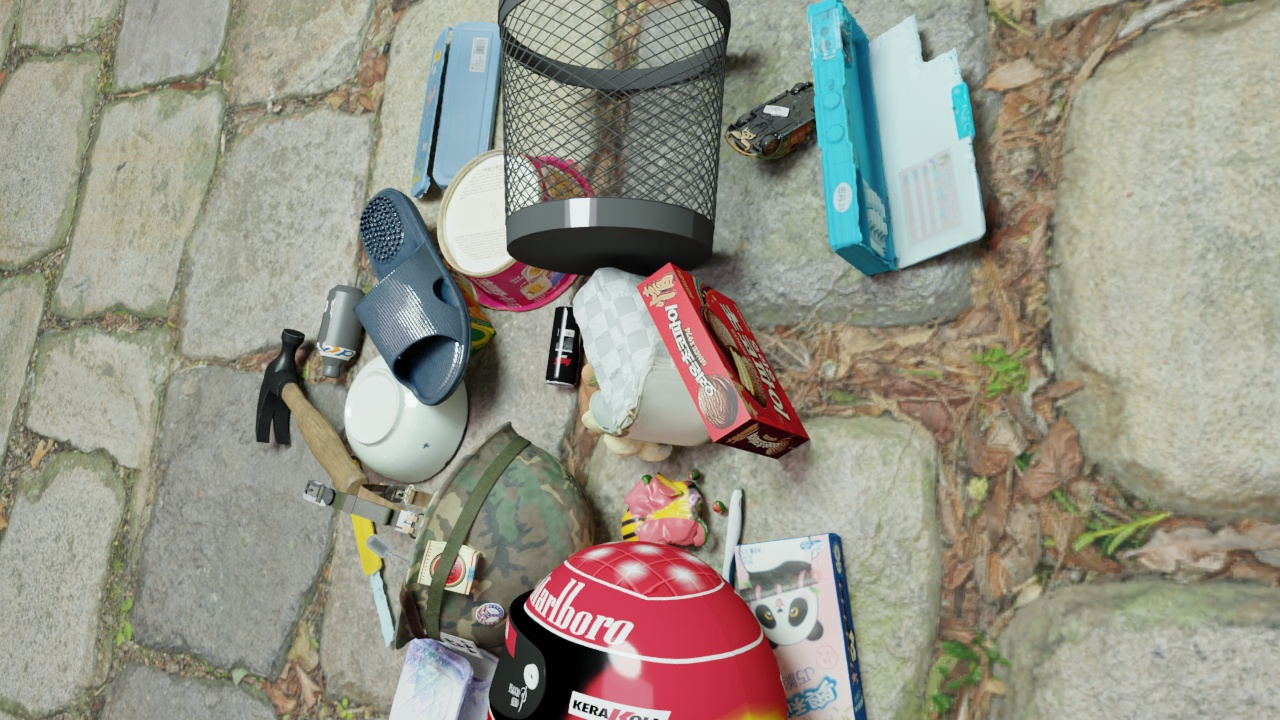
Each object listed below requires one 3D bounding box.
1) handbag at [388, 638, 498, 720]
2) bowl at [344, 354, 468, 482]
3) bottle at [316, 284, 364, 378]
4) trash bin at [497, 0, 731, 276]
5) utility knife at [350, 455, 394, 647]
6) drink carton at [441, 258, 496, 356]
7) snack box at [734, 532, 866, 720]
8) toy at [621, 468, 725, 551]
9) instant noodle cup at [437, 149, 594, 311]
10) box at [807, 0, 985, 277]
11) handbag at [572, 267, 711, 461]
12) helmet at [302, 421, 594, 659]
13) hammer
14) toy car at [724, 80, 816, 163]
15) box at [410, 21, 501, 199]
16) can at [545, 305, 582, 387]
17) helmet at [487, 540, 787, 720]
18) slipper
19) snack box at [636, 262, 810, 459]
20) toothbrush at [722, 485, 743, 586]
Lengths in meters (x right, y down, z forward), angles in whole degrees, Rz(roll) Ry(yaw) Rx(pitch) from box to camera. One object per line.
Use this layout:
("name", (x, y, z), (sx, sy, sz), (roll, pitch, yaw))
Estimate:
("handbag", (-0.199, 0.358, 0.912), (0.127, 0.069, 0.158), (8, 83, 46))
("bowl", (-0.271, 0.055, 1.013), (0.154, 0.072, 0.153), (-8, 75, 30))
("bottle", (-0.360, -0.034, 1.100), (0.047, 0.047, 0.112), (6, 82, 31))
("trash bin", (-0.026, -0.209, 0.849), (0.218, 0.217, 0.227), (-3, 82, 30))
("utility knife", (-0.308, 0.210, 1.032), (0.031, 0.019, 0.227), (-35, 59, 26))
("drink carton", (-0.217, -0.067, 1.015), (0.041, 0.058, 0.122), (-44, 61, 15))
("snack box", (0.131, 0.226, 0.763), (0.088, 0.033, 0.154), (-14, 73, 28))
("toy", (0.022, 0.146, 0.840), (0.104, 0.046, 0.084), (-47, 74, 19))
("instant noodle cup", (-0.141, -0.147, 0.978), (0.179, 0.077, 0.178), (-7, 76, 29))
("box", (0.217, -0.197, 0.769), (0.117, 0.097, 0.226), (-11, 74, 30))
("handbag", (-0.005, 0.005, 0.847), (0.124, 0.112, 0.171), (-47, 50, 40))
("helmet", (-0.170, 0.162, 0.849), (0.236, 0.193, 0.224), (38, 85, 1))
("hammer", (-0.371, 0.079, 1.035), (0.305, 0.040, 0.132), (35, 108, 48))
("toy car", (0.130, -0.215, 0.853), (0.111, 0.047, 0.047), (-32, 62, -12))
("box", (-0.224, -0.295, 1.077), (0.122, 0.047, 0.209), (0, 78, 29))
("can", (-0.077, -0.014, 0.937), (0.032, 0.031, 0.080), (2, 80, 31))
("helmet", (-0.010, 0.256, 0.727), (0.271, 0.197, 0.224), (7, 96, 51))
("slipper", (-0.254, -0.078, 0.954), (0.101, 0.082, 0.263), (-35, 65, 23))
("snack box", (0.073, 0.004, 0.786), (0.036, 0.132, 0.152), (-35, 64, 19))
("toothbrush", (0.080, 0.205, 0.808), (0.017, 0.016, 0.189), (3, 81, 21))
